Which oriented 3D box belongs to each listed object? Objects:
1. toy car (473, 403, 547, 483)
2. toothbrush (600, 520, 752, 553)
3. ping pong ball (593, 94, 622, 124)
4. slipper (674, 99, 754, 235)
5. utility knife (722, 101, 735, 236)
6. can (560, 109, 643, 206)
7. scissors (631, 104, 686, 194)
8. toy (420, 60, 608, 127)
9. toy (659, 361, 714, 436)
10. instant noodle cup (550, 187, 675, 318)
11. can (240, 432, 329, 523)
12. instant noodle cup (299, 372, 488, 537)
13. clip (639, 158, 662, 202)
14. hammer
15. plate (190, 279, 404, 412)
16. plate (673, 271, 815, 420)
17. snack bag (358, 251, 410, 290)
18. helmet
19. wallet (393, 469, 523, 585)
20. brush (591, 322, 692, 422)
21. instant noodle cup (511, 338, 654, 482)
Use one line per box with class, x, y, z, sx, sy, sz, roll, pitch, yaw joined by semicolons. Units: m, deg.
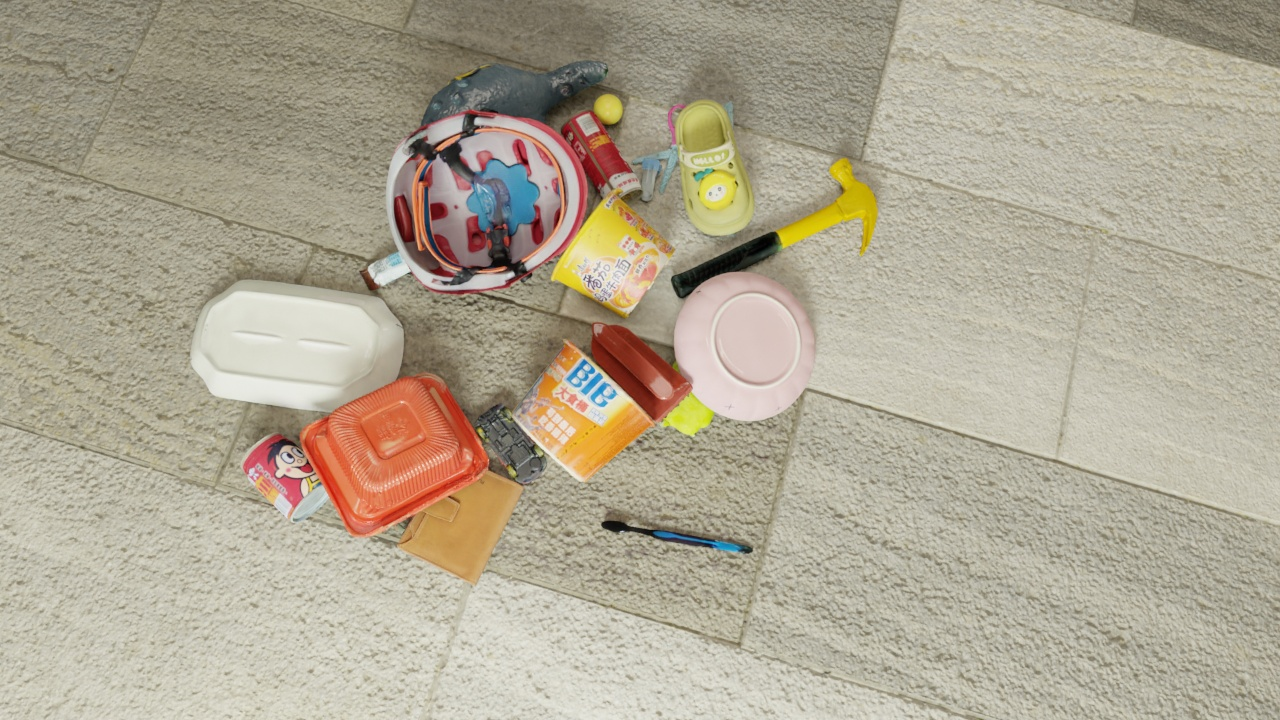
toy car;-0.159;0.104;1.131;0.049;0.031;0.106;-39;77;-11
toothbrush;0.045;0.217;1.123;0.189;0.016;0.014;10;66;-3
ping pong ball;-0.044;-0.341;1.248;0.040;0.040;0.040;1;75;-3
slipper;0.087;-0.258;1.197;0.092;0.081;0.190;-15;78;15
utility knife;0.115;-0.260;1.238;0.031;0.020;0.190;1;87;-2
can;-0.051;-0.266;1.221;0.053;0.053;0.132;-30;79;-10
scissors;0.056;-0.284;1.252;0.130;0.017;0.133;19;80;0
toy;-0.204;-0.311;1.209;0.356;0.091;0.138;-39;92;-9
toy;0.065;0.045;1.157;0.096;0.031;0.100;-10;73;-4
instant noodle cup;-0.030;-0.127;1.149;0.110;0.138;0.138;35;76;-2
can;-0.421;0.138;1.093;0.094;0.066;0.066;41;77;8
instant noodle cup;-0.286;0.097;1.079;0.188;0.079;0.164;-28;69;-26
clip;0.012;-0.241;1.231;0.027;0.043;0.058;10;90;3
hammer;0.180;-0.157;1.214;0.300;0.033;0.128;-25;77;-9
plate;-0.434;-0.022;1.151;0.266;0.034;0.161;9;75;0
plate;0.138;-0.022;1.148;0.192;0.039;0.192;3;80;-17
snack bag;-0.309;-0.125;1.186;0.104;0.026;0.048;-30;56;-9
helmet;-0.178;-0.196;1.114;0.240;0.143;0.207;-12;102;4
wallet;-0.222;0.187;1.109;0.119;0.035;0.130;25;73;1
brush;-0.007;0.007;1.130;0.063;0.069;0.146;-44;67;-6
instant noodle cup;-0.073;0.065;1.092;0.151;0.151;0.111;43;86;8
